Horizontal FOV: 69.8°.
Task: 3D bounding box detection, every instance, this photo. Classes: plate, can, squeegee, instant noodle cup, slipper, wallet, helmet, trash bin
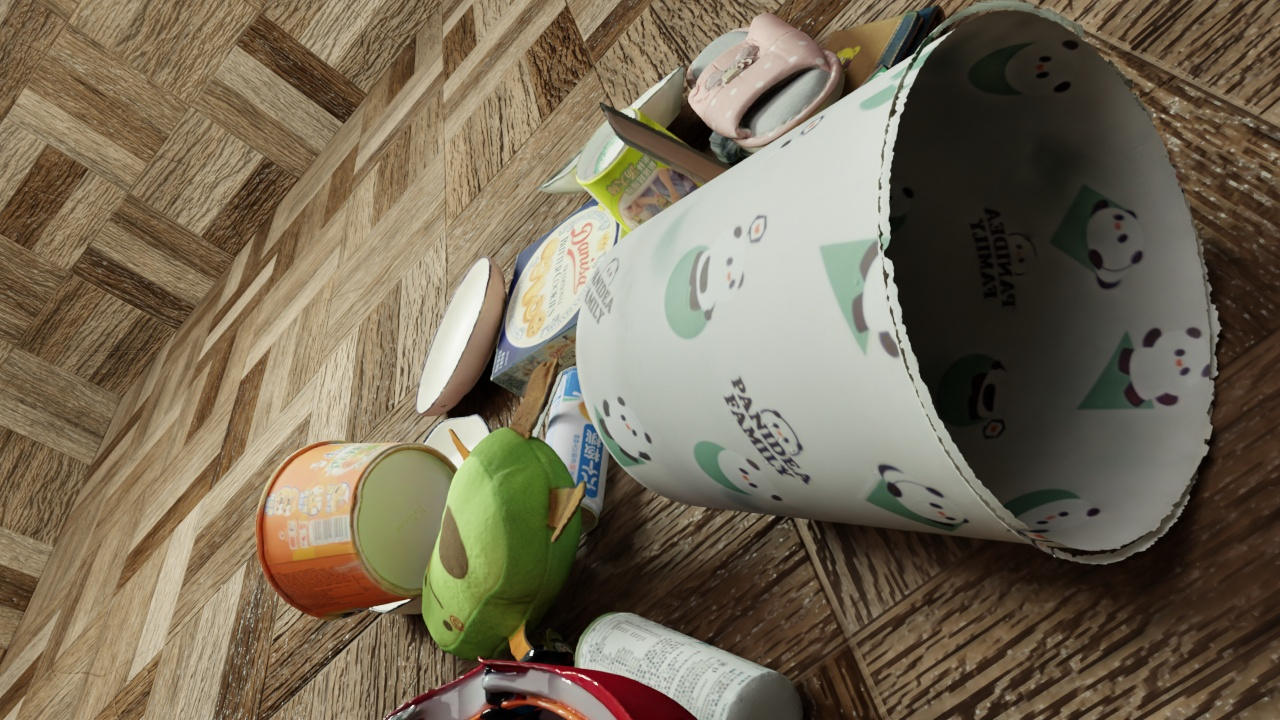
[{"bbox_3d":[-0.028,-0.227,0.961,0.162,0.034,0.266,-44,14,-8],"label":"plate"},{"bbox_3d":[0.023,0.189,0.528,0.147,0.058,0.058,1,60,54],"label":"can"},{"bbox_3d":[0.057,-0.023,0.635,0.040,0.247,0.249,2,87,37],"label":"squeegee"},{"bbox_3d":[-0.194,0.149,0.877,0.205,0.045,0.204,-35,35,29],"label":"plate"},{"bbox_3d":[-0.195,-0.022,1.025,0.193,0.039,0.192,-49,28,36],"label":"plate"},{"bbox_3d":[-0.216,0.133,0.748,0.112,0.151,0.151,-13,49,37],"label":"instant noodle cup"},{"bbox_3d":[0.094,-0.253,0.804,0.114,0.054,0.274,-39,30,11],"label":"slipper"},{"bbox_3d":[0.186,-0.246,0.757,0.090,0.033,0.115,-60,28,-7],"label":"wallet"},{"bbox_3d":[-0.024,0.247,0.444,0.241,0.143,0.206,-32,60,34],"label":"helmet"},{"bbox_3d":[-0.052,0.071,0.749,0.053,0.053,0.134,-30,39,35],"label":"can"},{"bbox_3d":[0.107,-0.016,0.470,0.253,0.229,0.229,-15,48,55],"label":"trash bin"},{"bbox_3d":[0.012,-0.157,0.815,0.112,0.123,0.111,-35,36,30],"label":"instant noodle cup"}]

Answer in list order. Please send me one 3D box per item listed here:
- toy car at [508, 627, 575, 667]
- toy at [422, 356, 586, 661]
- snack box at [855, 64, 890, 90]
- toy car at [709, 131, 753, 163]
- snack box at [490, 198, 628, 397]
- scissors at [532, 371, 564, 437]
[{"bbox_3d":[-0.068,0.243,0.619,0.070,0.042,0.158,-51,28,5],"label":"toy car"},{"bbox_3d":[-0.098,0.126,0.645,0.247,0.089,0.226,-64,36,35],"label":"toy"},{"bbox_3d":[0.177,-0.150,0.663,0.126,0.053,0.113,-46,31,24],"label":"snack box"},{"bbox_3d":[0.101,-0.224,0.849,0.090,0.034,0.043,-49,28,6],"label":"toy car"},{"bbox_3d":[-0.066,-0.076,0.921,0.183,0.045,0.177,-31,38,34],"label":"snack box"},{"bbox_3d":[-0.088,0.065,0.773,0.159,0.014,0.179,-91,21,-47],"label":"scissors"}]
